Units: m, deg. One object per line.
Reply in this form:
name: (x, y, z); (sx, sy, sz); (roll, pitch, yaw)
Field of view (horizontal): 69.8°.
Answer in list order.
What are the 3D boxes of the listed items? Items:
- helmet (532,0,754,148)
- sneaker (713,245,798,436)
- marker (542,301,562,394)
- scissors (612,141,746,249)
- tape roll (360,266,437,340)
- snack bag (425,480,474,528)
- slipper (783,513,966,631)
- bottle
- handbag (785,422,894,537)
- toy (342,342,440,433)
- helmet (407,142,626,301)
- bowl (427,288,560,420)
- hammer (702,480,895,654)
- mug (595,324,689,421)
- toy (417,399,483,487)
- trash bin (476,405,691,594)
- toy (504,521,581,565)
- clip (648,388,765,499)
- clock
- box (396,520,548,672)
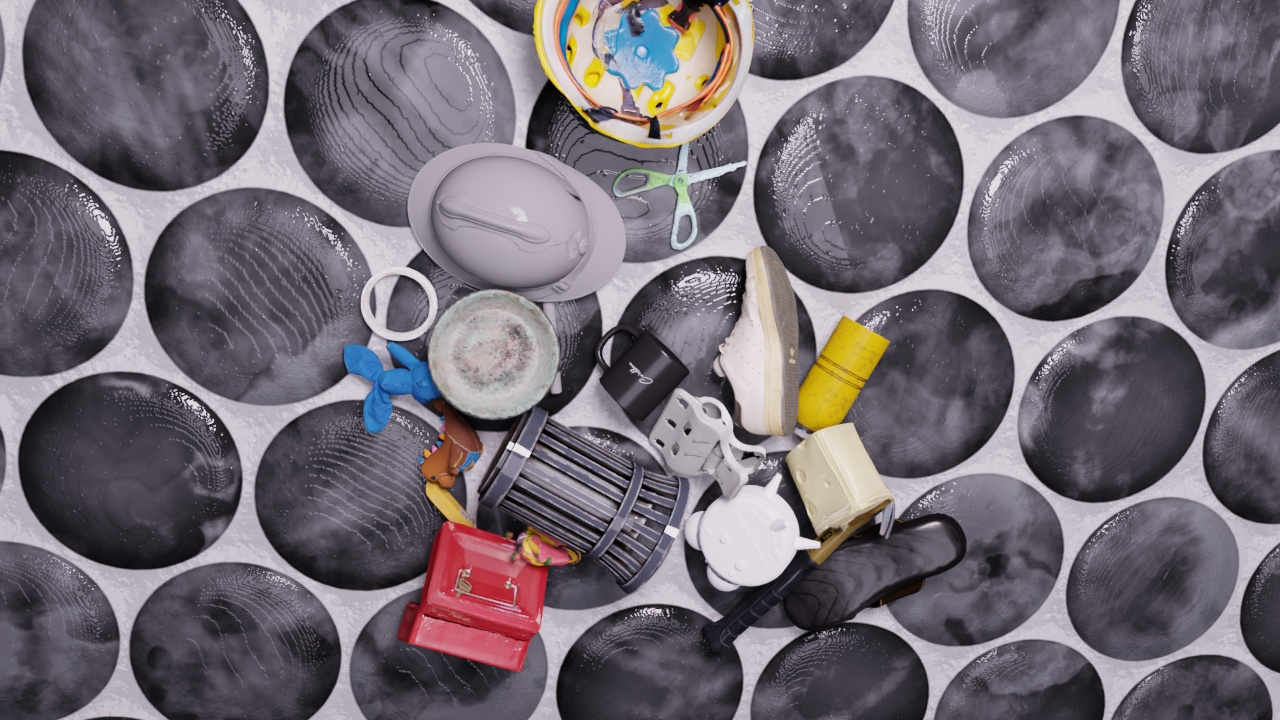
helmet: (0.006, -0.352, 1.043); (0.240, 0.139, 0.209); (27, 101, 1)
sneaker: (0.142, -0.022, 1.175); (0.102, 0.088, 0.241); (-3, 92, 29)
marker: (-0.114, -0.026, 1.176); (0.016, 0.016, 0.140); (-5, 105, -5)
scissors: (0.051, -0.221, 1.145); (0.171, 0.022, 0.174); (-12, 100, 0)
tape roll: (-0.301, -0.071, 1.146); (0.093, 0.013, 0.093); (-1, 104, -6)
snack bag: (-0.251, 0.197, 1.215); (0.020, 0.026, 0.099); (-37, 106, 4)
slipper: (0.321, 0.291, 1.275); (0.268, 0.075, 0.113); (-29, 81, 12)
bottle: (0.253, 0.029, 1.198); (0.071, 0.071, 0.164); (28, 99, -12)
handbag: (0.251, 0.158, 1.189); (0.081, 0.111, 0.119); (-8, 63, -35)
toy: (-0.284, 0.031, 1.149); (0.176, 0.071, 0.113); (-2, 94, -5)
helmet: (-0.149, -0.159, 1.078); (0.271, 0.117, 0.183); (16, 99, -5)
bowl: (-0.179, -0.008, 1.120); (0.157, 0.038, 0.157); (-1, 93, -10)
hammer: (0.214, 0.284, 1.251); (0.025, 0.117, 0.333); (39, 104, -28)
mug: (-0.007, 0.007, 1.170); (0.113, 0.078, 0.088); (45, 97, 12)
toy: (-0.257, 0.108, 1.188); (0.090, 0.070, 0.103); (-36, 83, 17)
trash bin: (-0.076, 0.167, 1.159); (0.227, 0.164, 0.164); (30, 100, -9)
toy: (-0.122, 0.242, 1.208); (0.103, 0.084, 0.046); (12, 110, -31)
clip: (0.085, 0.108, 1.177); (0.143, 0.072, 0.125); (34, 142, 8)
clock: (0.138, 0.234, 1.209); (0.161, 0.072, 0.125); (-32, 85, 28)
box: (-0.225, 0.334, 1.206); (0.157, 0.153, 0.169); (23, 129, -17)
